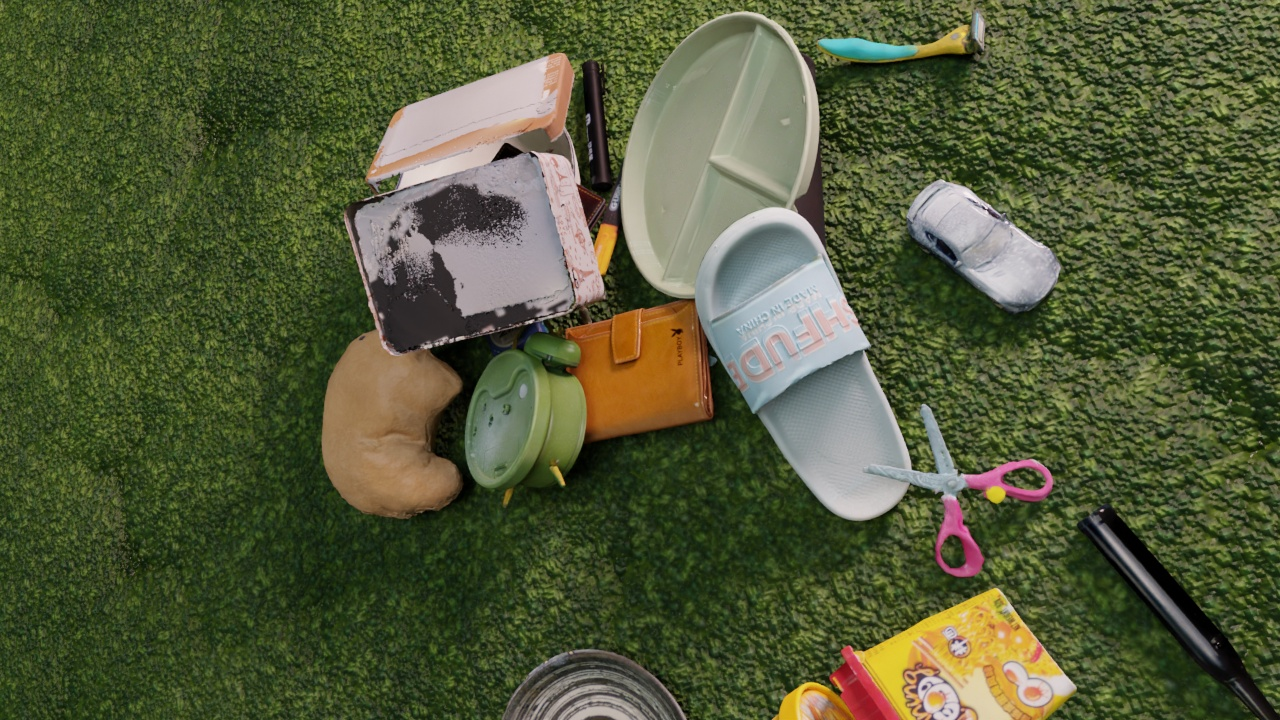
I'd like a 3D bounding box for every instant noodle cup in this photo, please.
[{"bbox_3d":[0.105,0.303,0.626,0.115,0.118,0.118,-43,65,17],"label":"instant noodle cup"},{"bbox_3d":[0.205,0.219,0.606,0.123,0.116,0.116,-34,66,0],"label":"instant noodle cup"}]

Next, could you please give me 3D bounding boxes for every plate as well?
[{"bbox_3d":[0.059,-0.163,0.745,0.231,0.027,0.230,-14,72,52],"label":"plate"},{"bbox_3d":[-0.145,-0.156,0.879,0.205,0.045,0.204,-6,76,24],"label":"plate"},{"bbox_3d":[-0.035,0.322,0.732,0.180,0.024,0.179,-5,78,22],"label":"plate"}]

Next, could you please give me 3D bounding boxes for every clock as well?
[{"bbox_3d":[-0.096,0.037,0.774,0.116,0.056,0.161,-24,59,46],"label":"clock"}]

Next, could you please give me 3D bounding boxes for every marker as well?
[{"bbox_3d":[-0.024,-0.134,0.836,0.018,0.015,0.123,15,82,20],"label":"marker"},{"bbox_3d":[-0.040,-0.221,0.862,0.022,0.020,0.132,-4,74,-3],"label":"marker"}]

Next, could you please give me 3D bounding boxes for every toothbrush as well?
[{"bbox_3d":[0.364,0.184,0.584,0.212,0.026,0.027,55,140,24],"label":"toothbrush"}]

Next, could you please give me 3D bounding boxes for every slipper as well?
[{"bbox_3d":[0.119,0.012,0.656,0.104,0.074,0.245,-27,100,10],"label":"slipper"}]

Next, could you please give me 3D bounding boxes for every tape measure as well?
[{"bbox_3d":[-0.115,-0.029,0.846,0.058,0.025,0.054,-27,67,12],"label":"tape measure"}]

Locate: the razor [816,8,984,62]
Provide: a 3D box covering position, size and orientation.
[{"bbox_3d":[0.212,-0.260,0.753,0.133,0.028,0.043,2,55,21],"label":"razor"}]

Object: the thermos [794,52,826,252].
[{"bbox_3d":[0.105,-0.124,0.749,0.090,0.068,0.242,-9,74,36],"label":"thermos"}]

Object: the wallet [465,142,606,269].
[{"bbox_3d":[-0.100,-0.128,0.817,0.122,0.020,0.096,34,93,23],"label":"wallet"}]

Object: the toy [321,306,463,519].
[{"bbox_3d":[-0.225,0.031,0.836,0.143,0.082,0.226,2,90,11],"label":"toy"}]

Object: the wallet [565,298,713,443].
[{"bbox_3d":[-0.005,0.005,0.773,0.131,0.035,0.119,-14,70,26],"label":"wallet"}]

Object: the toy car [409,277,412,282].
[{"bbox_3d":[-0.233,-0.070,0.901,0.106,0.031,0.049,56,131,26],"label":"toy car"}]

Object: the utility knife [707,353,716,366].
[{"bbox_3d":[-0.027,0.041,0.795,0.209,0.021,0.031,-30,70,22],"label":"utility knife"}]

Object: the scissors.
[{"bbox_3d":[0.222,0.096,0.651,0.133,0.017,0.131,10,101,1],"label":"scissors"}]

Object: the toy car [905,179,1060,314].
[{"bbox_3d":[0.256,-0.087,0.690,0.054,0.036,0.120,-47,67,7],"label":"toy car"}]

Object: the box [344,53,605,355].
[{"bbox_3d":[-0.139,-0.140,0.763,0.179,0.132,0.271,-13,69,16],"label":"box"}]
